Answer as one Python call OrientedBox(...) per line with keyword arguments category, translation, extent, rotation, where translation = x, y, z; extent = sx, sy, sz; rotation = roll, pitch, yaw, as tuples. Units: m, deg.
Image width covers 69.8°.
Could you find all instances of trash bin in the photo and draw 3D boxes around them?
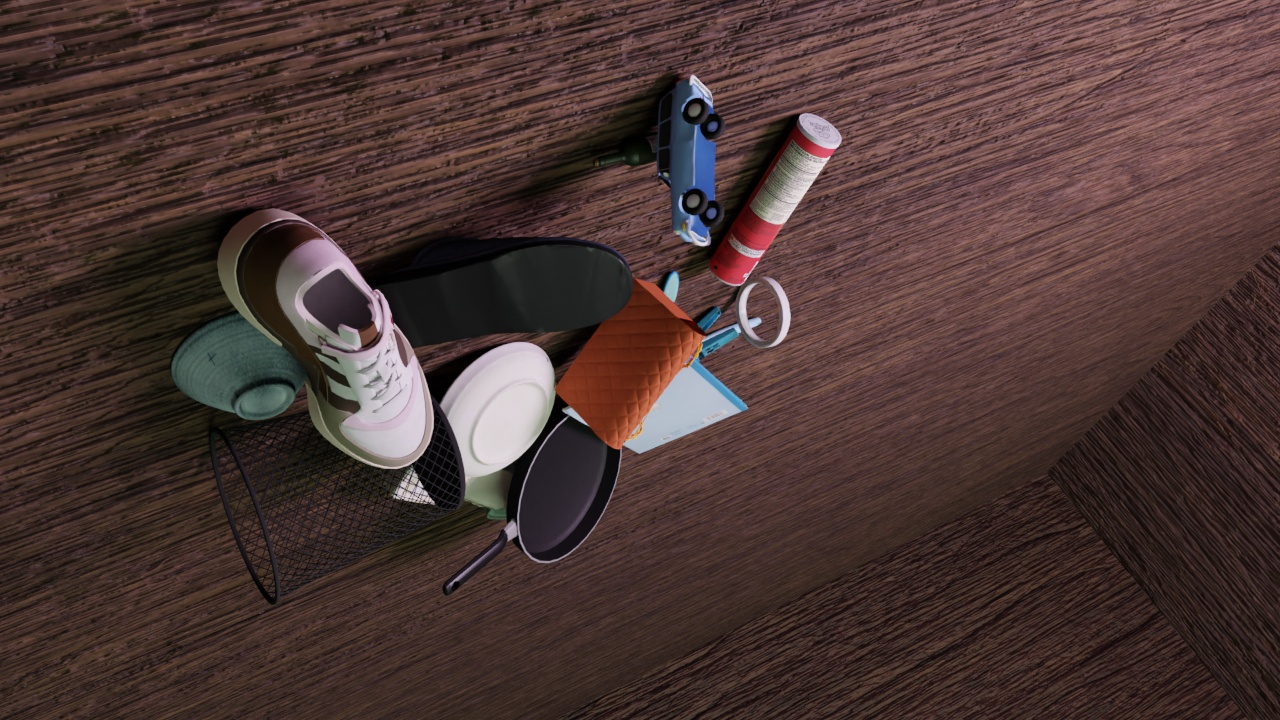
OrientedBox(category="trash bin", translation=(-0.311, 0.125, 0.963), extent=(0.209, 0.184, 0.185), rotation=(-19, 151, -33))

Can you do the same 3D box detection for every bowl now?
OrientedBox(category="bowl", translation=(-0.357, 0.018, 0.854), extent=(0.137, 0.057, 0.137), rotation=(-23, 152, -14))

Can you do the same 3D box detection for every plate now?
OrientedBox(category="plate", translation=(-0.162, 0.066, 1.080), extent=(0.181, 0.034, 0.183), rotation=(-34, 142, -32))

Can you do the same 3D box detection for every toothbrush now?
OrientedBox(category="toothbrush", translation=(0.100, -0.031, 1.268), extent=(0.154, 0.016, 0.022), rotation=(-21, 144, -17))
OrientedBox(category="toothbrush", translation=(0.028, -0.062, 1.144), extent=(0.022, 0.017, 0.135), rotation=(-14, 148, -23))

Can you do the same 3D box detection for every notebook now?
OrientedBox(category="notebook", translation=(0.028, 0.065, 1.242), extent=(0.181, 0.009, 0.253), rotation=(-24, 154, 15))

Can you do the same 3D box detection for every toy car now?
OrientedBox(category="toy car", translation=(0.045, -0.182, 0.850), extent=(0.055, 0.153, 0.056), rotation=(-1, 174, 25))

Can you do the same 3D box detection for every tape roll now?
OrientedBox(category="tape roll", translation=(0.158, -0.063, 1.190), extent=(0.013, 0.093, 0.093), rotation=(-11, 146, -32))

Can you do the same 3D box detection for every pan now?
OrientedBox(category="pan", translation=(-0.139, 0.193, 1.209), extent=(0.355, 0.034, 0.226), rotation=(-37, 136, -44))

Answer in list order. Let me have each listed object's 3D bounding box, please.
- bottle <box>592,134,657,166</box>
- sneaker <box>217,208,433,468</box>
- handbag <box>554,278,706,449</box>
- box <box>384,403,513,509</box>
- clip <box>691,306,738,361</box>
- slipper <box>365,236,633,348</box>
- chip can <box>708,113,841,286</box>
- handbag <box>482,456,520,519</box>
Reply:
OrientedBox(category="bottle", translation=(0.002, -0.201, 0.883), extent=(0.106, 0.025, 0.025), rotation=(-19, 150, -22))
OrientedBox(category="sneaker", translation=(-0.237, 0.002, 0.796), extent=(0.111, 0.116, 0.294), rotation=(-44, 139, -26))
OrientedBox(category="handbag", translation=(-0.007, 0.006, 1.088), extent=(0.172, 0.109, 0.060), rotation=(-53, 152, 17))
OrientedBox(category="box", translation=(-0.210, 0.128, 1.154), extent=(0.184, 0.044, 0.144), rotation=(18, 116, -48))
OrientedBox(category="clip", translation=(0.074, -0.002, 1.205), extent=(0.130, 0.120, 0.030), rotation=(-21, 153, 9))
OrientedBox(category="slipper", translation=(-0.141, -0.082, 0.886), extent=(0.266, 0.083, 0.109), rotation=(-9, 134, 5))
OrientedBox(category="chip can", translation=(0.147, -0.176, 1.039), extent=(0.051, 0.051, 0.215), rotation=(-8, 145, -37))
OrientedBox(category="handbag", translation=(-0.163, 0.172, 1.288), extent=(0.106, 0.067, 0.121), rotation=(-45, 149, 22))
